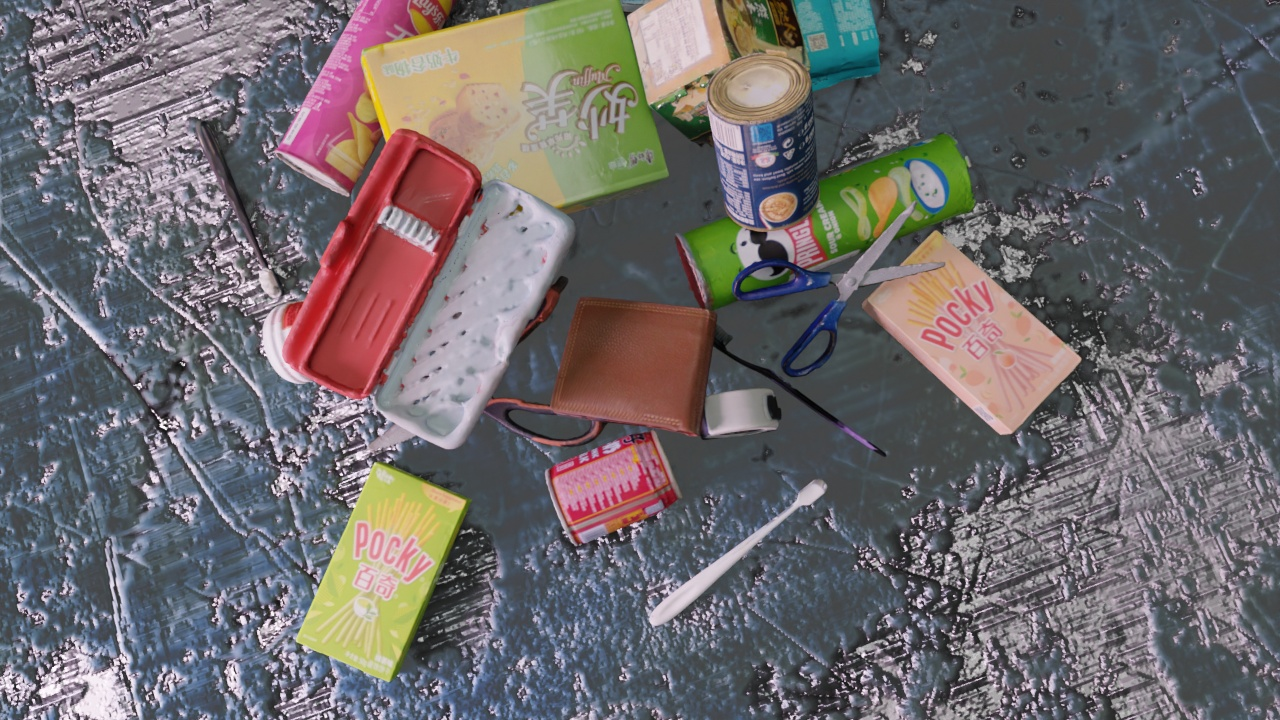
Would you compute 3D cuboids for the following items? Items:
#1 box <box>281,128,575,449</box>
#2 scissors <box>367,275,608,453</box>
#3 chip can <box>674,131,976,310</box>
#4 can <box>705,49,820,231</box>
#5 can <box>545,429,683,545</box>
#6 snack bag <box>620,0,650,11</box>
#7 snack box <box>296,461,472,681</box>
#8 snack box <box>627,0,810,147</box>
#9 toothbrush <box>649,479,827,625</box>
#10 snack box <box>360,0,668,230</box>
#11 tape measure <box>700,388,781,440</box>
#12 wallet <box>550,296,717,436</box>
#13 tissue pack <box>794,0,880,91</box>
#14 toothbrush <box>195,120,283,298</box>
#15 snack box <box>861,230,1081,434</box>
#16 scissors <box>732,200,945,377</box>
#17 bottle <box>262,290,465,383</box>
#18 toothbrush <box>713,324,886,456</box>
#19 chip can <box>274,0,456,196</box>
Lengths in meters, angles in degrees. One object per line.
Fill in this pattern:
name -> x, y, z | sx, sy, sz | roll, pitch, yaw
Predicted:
box -> -0.157, -0.052, 0.688 | 0.158, 0.039, 0.201 | 28, 94, -10
scissors -> -0.127, 0.021, 0.770 | 0.225, 0.015, 0.189 | -43, 82, -2
chip can -> 0.149, -0.111, 0.745 | 0.236, 0.072, 0.072 | -21, 81, -1
can -> 0.092, -0.160, 0.678 | 0.075, 0.111, 0.075 | -7, 54, 10
can -> -0.020, 0.099, 0.726 | 0.094, 0.066, 0.066 | -22, 81, 0
snack bag -> -0.008, -0.322, 0.805 | 0.104, 0.026, 0.048 | 1, 88, 2
snack box -> -0.207, 0.170, 0.747 | 0.086, 0.026, 0.156 | 22, 83, 5
snack box -> 0.056, -0.245, 0.728 | 0.118, 0.105, 0.117 | -19, 79, 33
toothbrush -> 0.078, 0.155, 0.741 | 0.180, 0.016, 0.016 | -39, 80, 0
snack box -> -0.098, -0.191, 0.740 | 0.210, 0.070, 0.157 | -17, 95, -8
tape measure -> 0.077, 0.042, 0.729 | 0.066, 0.066, 0.033 | -9, 80, 2
wallet -> -0.004, 0.004, 0.726 | 0.125, 0.032, 0.101 | 7, 73, 20
tissue pack -> 0.147, -0.295, 0.781 | 0.093, 0.050, 0.133 | -11, 82, 1
toothbrush -> -0.354, -0.135, 0.804 | 0.015, 0.018, 0.181 | -27, 80, 2
snack box -> 0.268, -0.023, 0.748 | 0.157, 0.026, 0.084 | 44, 86, 8
scissors -> 0.152, -0.054, 0.722 | 0.162, 0.012, 0.175 | 9, 121, -12
bottle -> -0.201, -0.034, 0.741 | 0.197, 0.068, 0.068 | -13, 81, 10
toothbrush -> 0.124, 0.022, 0.756 | 0.189, 0.014, 0.016 | 35, 82, 7
chip can -> -0.230, -0.249, 0.786 | 0.071, 0.071, 0.210 | 26, 85, 6
